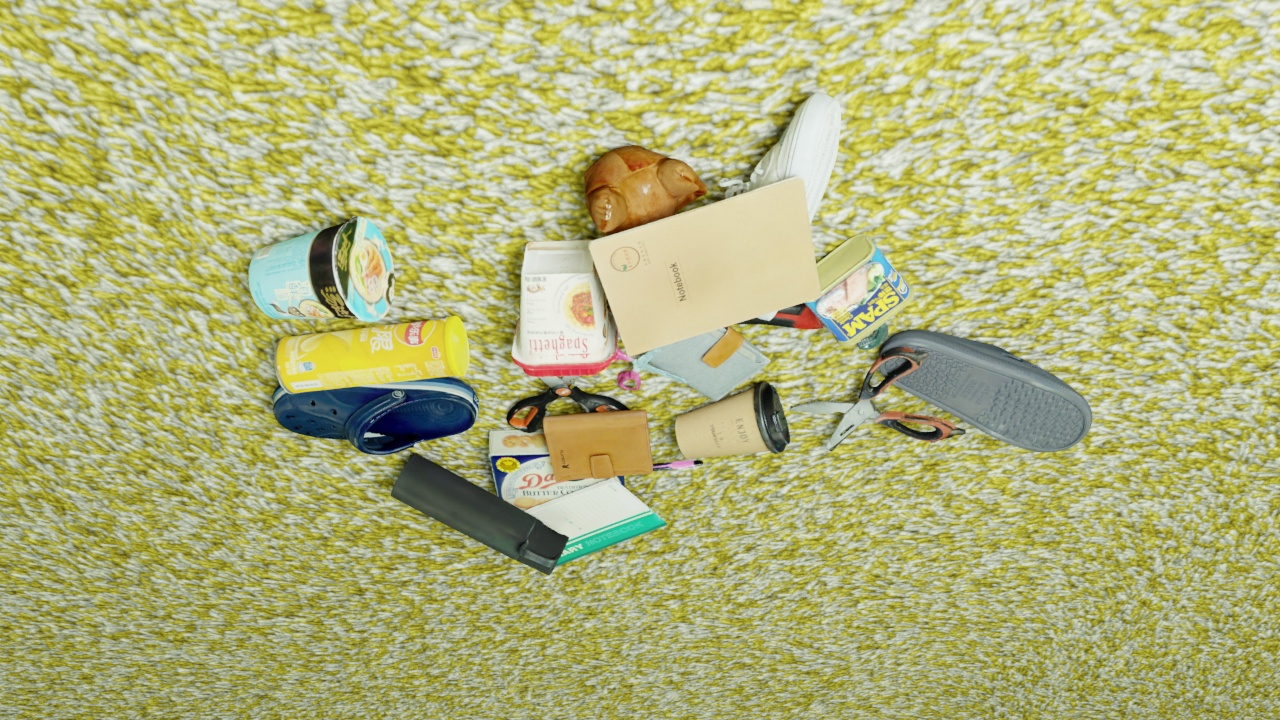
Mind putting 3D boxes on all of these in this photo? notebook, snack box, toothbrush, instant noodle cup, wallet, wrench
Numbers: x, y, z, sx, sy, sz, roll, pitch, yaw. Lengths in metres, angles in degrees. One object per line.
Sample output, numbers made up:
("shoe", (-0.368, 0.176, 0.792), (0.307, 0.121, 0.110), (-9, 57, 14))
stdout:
("notebook", (0.068, -0.087, 0.893), (0.208, 0.008, 0.148), (-17, 131, 2))
("snack box", (-0.112, 0.166, 1.283), (0.178, 0.045, 0.183), (-2, 137, 0))
("toothbrush", (-0.010, 0.147, 1.226), (0.189, 0.014, 0.018), (-5, 147, 0))
("instant noodle cup", (-0.085, -0.060, 1.003), (0.116, 0.116, 0.124), (-2, 125, 1))
("wallet", (-0.053, 0.109, 1.176), (0.132, 0.031, 0.108), (-4, 129, 3))
("instant noodle cup", (-0.340, -0.088, 0.970), (0.121, 0.111, 0.111), (-7, 137, 17))
("notebook", (-0.088, 0.237, 1.320), (0.209, 0.012, 0.150), (-24, 136, 22))
("wallet", (0.079, -0.005, 1.111), (0.129, 0.036, 0.107), (31, 130, -28))
("wrench", (0.166, -0.049, 1.068), (0.273, 0.016, 0.056), (6, 126, -15))

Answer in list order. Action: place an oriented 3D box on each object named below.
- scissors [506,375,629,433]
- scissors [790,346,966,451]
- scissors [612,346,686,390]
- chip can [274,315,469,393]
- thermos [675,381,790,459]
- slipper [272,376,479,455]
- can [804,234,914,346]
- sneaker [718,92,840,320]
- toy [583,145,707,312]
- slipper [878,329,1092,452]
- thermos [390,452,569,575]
("scissors", (-0.096, 0.047, 1.145), (0.233, 0.021, 0.220), (-27, 142, 38))
("scissors", (0.294, 0.056, 1.155), (0.223, 0.015, 0.189), (5, 133, 23))
("scissors", (-0.007, 0.007, 1.113), (0.133, 0.017, 0.135), (20, 149, 9))
("chip can", (-0.313, -0.005, 1.076), (0.213, 0.072, 0.072), (-7, 137, 6))
("thermos", (0.121, 0.083, 1.175), (0.143, 0.092, 0.093), (-15, 136, 24))
("slipper", (-0.330, 0.076, 1.149), (0.252, 0.095, 0.105), (-1, 134, -6))
("can", (0.235, -0.078, 1.013), (0.102, 0.057, 0.083), (-39, 122, 17))
("sneaker", (0.127, -0.159, 0.924), (0.091, 0.089, 0.243), (26, 126, 16))
("toy", (0.012, -0.120, 0.937), (0.140, 0.130, 0.200), (-25, 145, -11))
("slipper", (0.425, 0.019, 1.125), (0.268, 0.083, 0.111), (23, 137, 2))
("thermos", (-0.216, 0.211, 1.244), (0.242, 0.090, 0.068), (27, 89, 0))
